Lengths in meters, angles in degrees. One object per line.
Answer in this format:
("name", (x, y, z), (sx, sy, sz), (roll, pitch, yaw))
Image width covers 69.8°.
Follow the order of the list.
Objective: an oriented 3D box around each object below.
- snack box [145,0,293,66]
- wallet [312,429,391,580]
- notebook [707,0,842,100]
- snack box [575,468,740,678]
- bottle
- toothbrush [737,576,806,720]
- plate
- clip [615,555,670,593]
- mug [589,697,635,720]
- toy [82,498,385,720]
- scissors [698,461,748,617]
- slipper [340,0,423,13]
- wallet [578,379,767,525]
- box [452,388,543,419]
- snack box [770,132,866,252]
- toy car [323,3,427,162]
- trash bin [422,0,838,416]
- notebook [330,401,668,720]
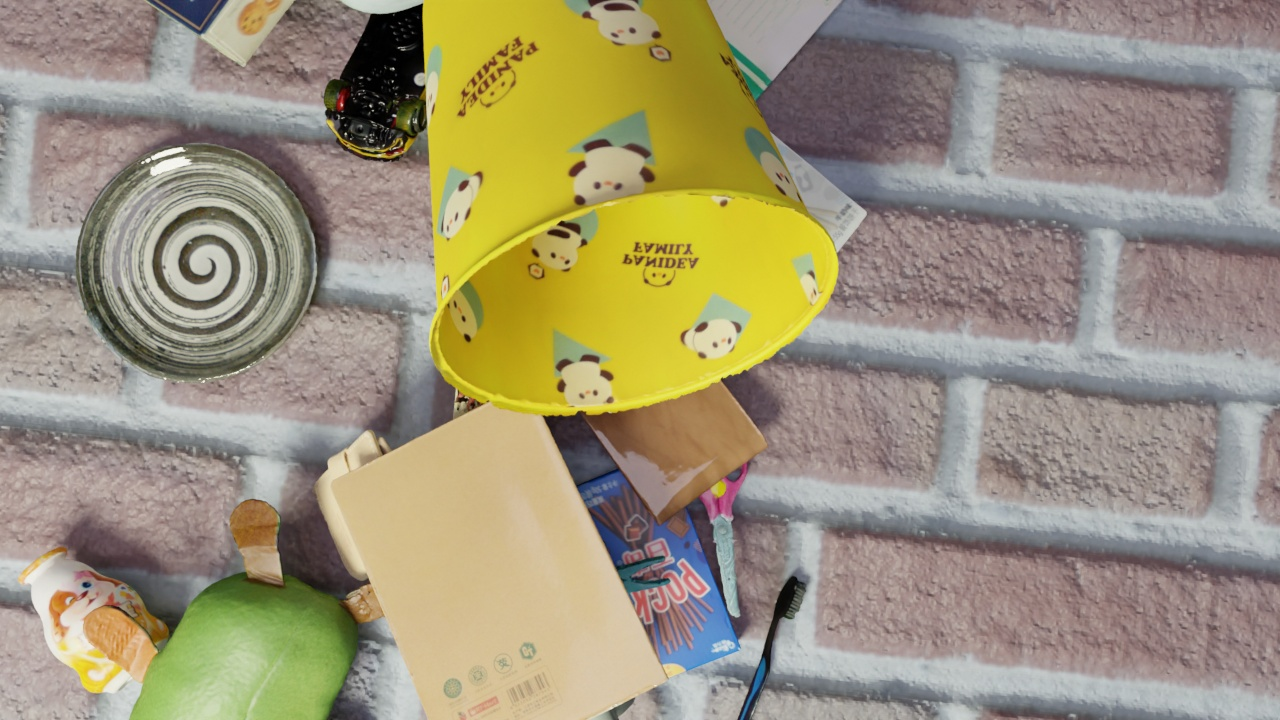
("snack box", (-0.298, -0.326, 0.655), (0.182, 0.046, 0.178), (35, 88, 21))
("wallet", (-0.193, 0.102, 0.649), (0.024, 0.115, 0.087), (-25, 82, -44))
("notebook", (0.036, -0.297, 0.701), (0.209, 0.012, 0.150), (41, 90, 1))
("snack box", (0.007, 0.155, 0.681), (0.084, 0.026, 0.157), (-21, 89, -1))
("bottle", (-0.396, 0.185, 0.661), (0.063, 0.063, 0.108), (-44, 89, -1))
("toothbrush", (0.086, 0.252, 0.686), (0.016, 0.014, 0.189), (20, 89, -23))
("plate", (-0.330, -0.072, 0.689), (0.179, 0.024, 0.179), (0, 88, -2))
("clip", (-0.007, 0.157, 0.659), (0.056, 0.014, 0.043), (-14, 88, 1))
("mug", (-0.054, 0.204, 0.634), (0.083, 0.124, 0.103), (-21, 86, -22))
("toy", (-0.276, 0.226, 0.644), (0.227, 0.090, 0.246), (35, 90, -16))
("scissors", (0.061, 0.121, 0.678), (0.057, 0.017, 0.133), (-6, 77, -11))
("slipper", (-0.120, -0.334, 0.656), (0.245, 0.074, 0.104), (-28, 69, -5))
("wallet", (0.021, 0.044, 0.667), (0.101, 0.020, 0.115), (-34, 83, -12))
("box", (-0.111, 0.070, 0.649), (0.076, 0.091, 0.168), (7, 88, -6))
("snack box", (0.081, -0.125, 0.685), (0.157, 0.027, 0.085), (39, 95, 0))
("toy car", (-0.177, -0.221, 0.680), (0.071, 0.041, 0.155), (16, 75, 3))
("trash bin", (-0.028, -0.128, 0.568), (0.229, 0.230, 0.255), (-14, 64, -1))
("notebook", (-0.093, 0.138, 0.582), (0.148, 0.008, 0.207), (-27, 79, 1))
